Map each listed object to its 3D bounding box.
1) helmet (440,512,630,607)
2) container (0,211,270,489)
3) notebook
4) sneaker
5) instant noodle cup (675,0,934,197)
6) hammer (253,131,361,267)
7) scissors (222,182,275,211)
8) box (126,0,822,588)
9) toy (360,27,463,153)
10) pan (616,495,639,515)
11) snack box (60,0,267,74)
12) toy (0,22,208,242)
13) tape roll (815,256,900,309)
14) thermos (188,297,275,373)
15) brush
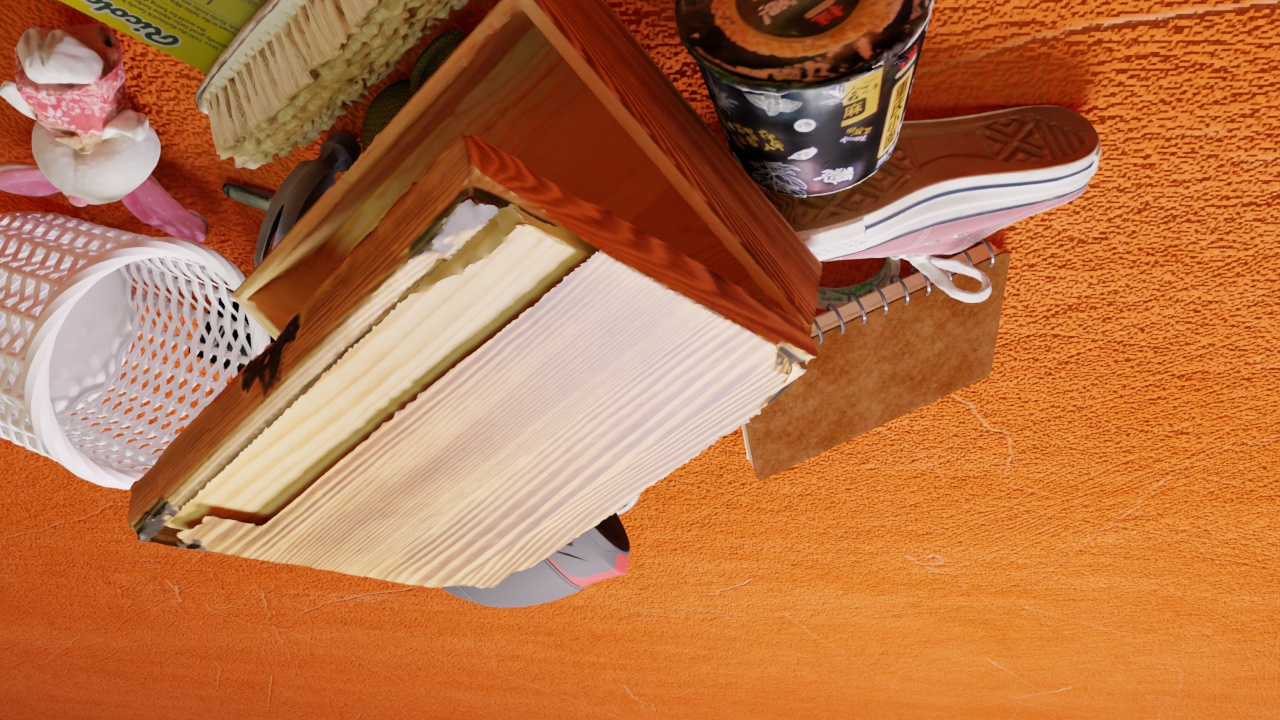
[{"bbox_3d":[-0.146,0.128,0.853,0.170,0.264,0.164,-37,167,5],"label":"helmet"},{"bbox_3d":[-0.430,-0.014,0.721,0.187,0.188,0.189,13,148,28],"label":"container"},{"bbox_3d":[0.182,0.001,0.730,0.225,0.024,0.167,-24,141,-5],"label":"notebook"},{"bbox_3d":[0.175,-0.099,0.606,0.241,0.118,0.088,-11,143,1],"label":"sneaker"},{"bbox_3d":[0.097,-0.167,0.521,0.137,0.137,0.112,-2,152,13],"label":"instant noodle cup"},{"bbox_3d":[-0.262,-0.018,0.752,0.025,0.117,0.334,19,136,4],"label":"hammer"},{"bbox_3d":[-0.251,-0.101,0.757,0.195,0.015,0.179,-25,133,35],"label":"scissors"},{"bbox_3d":[-0.073,0.004,0.495,0.280,0.263,0.269,-37,105,27],"label":"box"},{"bbox_3d":[-0.119,-0.133,0.638,0.152,0.078,0.180,27,141,-23],"label":"toy"},{"bbox_3d":[-0.098,0.178,1.065,0.187,0.055,0.358,7,143,1],"label":"pan"},{"bbox_3d":[-0.250,-0.246,0.518,0.181,0.045,0.121,-22,154,32],"label":"snack box"},{"bbox_3d":[-0.389,-0.158,0.647,0.159,0.084,0.195,16,149,-14],"label":"toy"},{"bbox_3d":[0.154,-0.076,0.715,0.094,0.018,0.094,5,143,3],"label":"tape roll"},{"bbox_3d":[-0.306,0.016,0.884,0.231,0.061,0.061,30,138,-27],"label":"thermos"},{"bbox_3d":[-0.180,-0.198,0.549,0.272,0.083,0.056,-23,96,37],"label":"brush"}]
